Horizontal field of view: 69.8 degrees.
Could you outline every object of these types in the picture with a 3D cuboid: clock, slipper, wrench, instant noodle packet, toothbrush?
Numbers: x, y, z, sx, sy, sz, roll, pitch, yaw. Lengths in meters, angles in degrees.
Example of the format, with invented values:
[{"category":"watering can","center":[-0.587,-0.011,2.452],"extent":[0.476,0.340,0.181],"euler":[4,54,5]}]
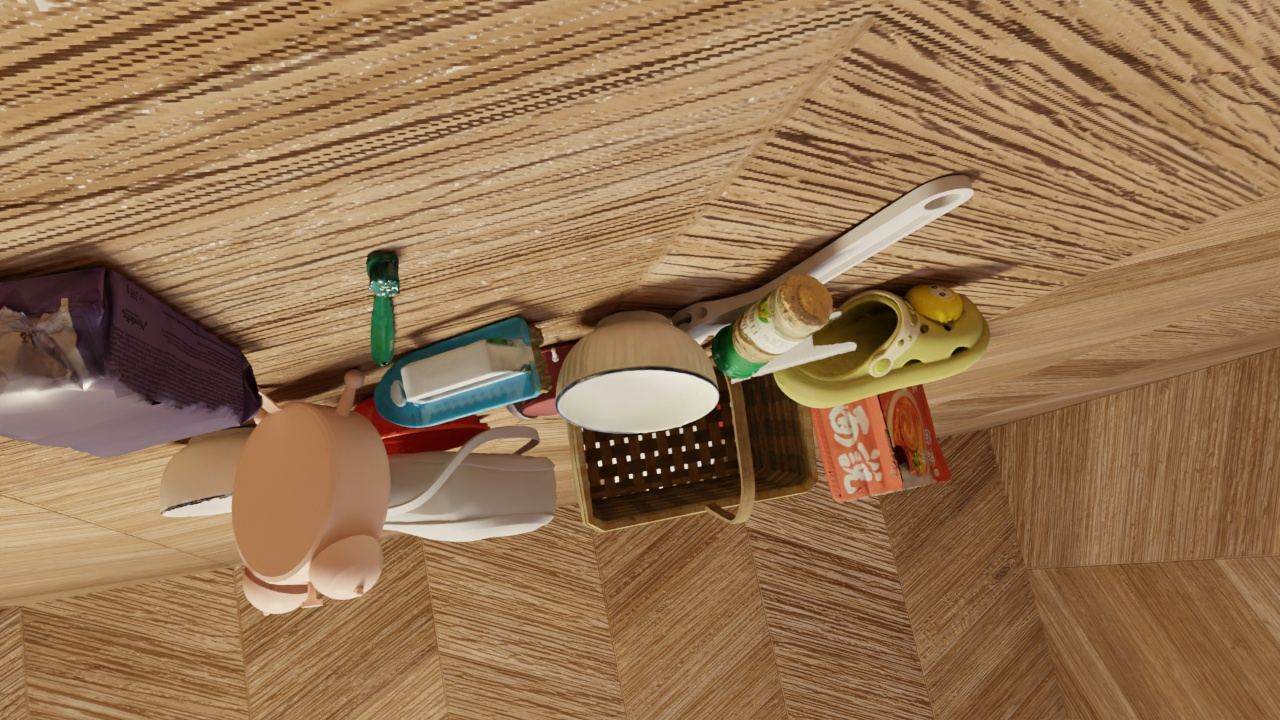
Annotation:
[{"category":"clock","center":[-0.250,0.098,0.667],"extent":[0.131,0.160,0.086],"euler":[-19,166,33]},{"category":"slipper","center":[0.198,-0.025,0.756],"extent":[0.190,0.091,0.082],"euler":[-18,131,-13]},{"category":"wrench","center":[0.109,-0.060,0.623],"extent":[0.086,0.018,0.274],"euler":[-5,166,-28]},{"category":"instant noodle packet","center":[0.283,0.066,1.035],"extent":[0.084,0.164,0.220],"euler":[-22,164,36]},{"category":"toothbrush","center":[-0.151,-0.023,0.539],"extent":[0.016,0.017,0.190],"euler":[-8,168,-17]},{"category":"clock","center":[-0.063,0.018,0.759],"extent":[0.087,0.044,0.125],"euler":[-5,167,-28]}]

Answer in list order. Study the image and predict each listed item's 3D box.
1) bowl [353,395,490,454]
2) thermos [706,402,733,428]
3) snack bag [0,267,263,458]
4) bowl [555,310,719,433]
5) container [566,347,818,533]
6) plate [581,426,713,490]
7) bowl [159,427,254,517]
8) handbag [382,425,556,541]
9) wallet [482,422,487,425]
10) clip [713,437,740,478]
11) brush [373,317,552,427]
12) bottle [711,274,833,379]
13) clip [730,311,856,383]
[{"category":"bowl","center":[-0.196,0.051,0.783],"extent":[0.130,0.045,0.130],"euler":[-11,169,-2]},{"category":"thermos","center":[0.054,0.076,1.087],"extent":[0.073,0.073,0.241],"euler":[0,162,-46]},{"category":"snack bag","center":[-0.277,0.011,0.477],"extent":[0.096,0.058,0.205],"euler":[-11,168,-5]},{"category":"bowl","center":[-0.004,0.004,0.670],"extent":[0.118,0.062,0.118],"euler":[-3,155,-2]},{"category":"container","center":[0.055,0.070,0.873],"extent":[0.249,0.157,0.187],"euler":[-7,179,-21]},{"category":"plate","center":[-0.003,0.110,1.056],"extent":[0.174,0.036,0.174],"euler":[9,144,7]},{"category":"bowl","center":[-0.355,0.095,0.793],"extent":[0.113,0.063,0.113],"euler":[-12,168,-3]},{"category":"handbag","center":[-0.205,0.107,0.804],"extent":[0.223,0.095,0.215],"euler":[-3,172,25]},{"category":"wallet","center":[-0.232,0.079,0.966],"extent":[0.120,0.013,0.088],"euler":[-1,167,-33]},{"category":"clip","center":[0.131,0.083,1.050],"extent":[0.028,0.163,0.106],"euler":[36,180,-21]},{"category":"brush","center":[-0.134,0.014,0.634],"extent":[0.136,0.055,0.075],"euler":[-16,172,24]},{"category":"bottle","center":[0.089,-0.021,0.631],"extent":[0.043,0.043,0.111],"euler":[-7,164,-24]},{"category":"clip","center":[0.112,-0.019,0.708],"extent":[0.102,0.054,0.057],"euler":[-16,-158,0]}]
